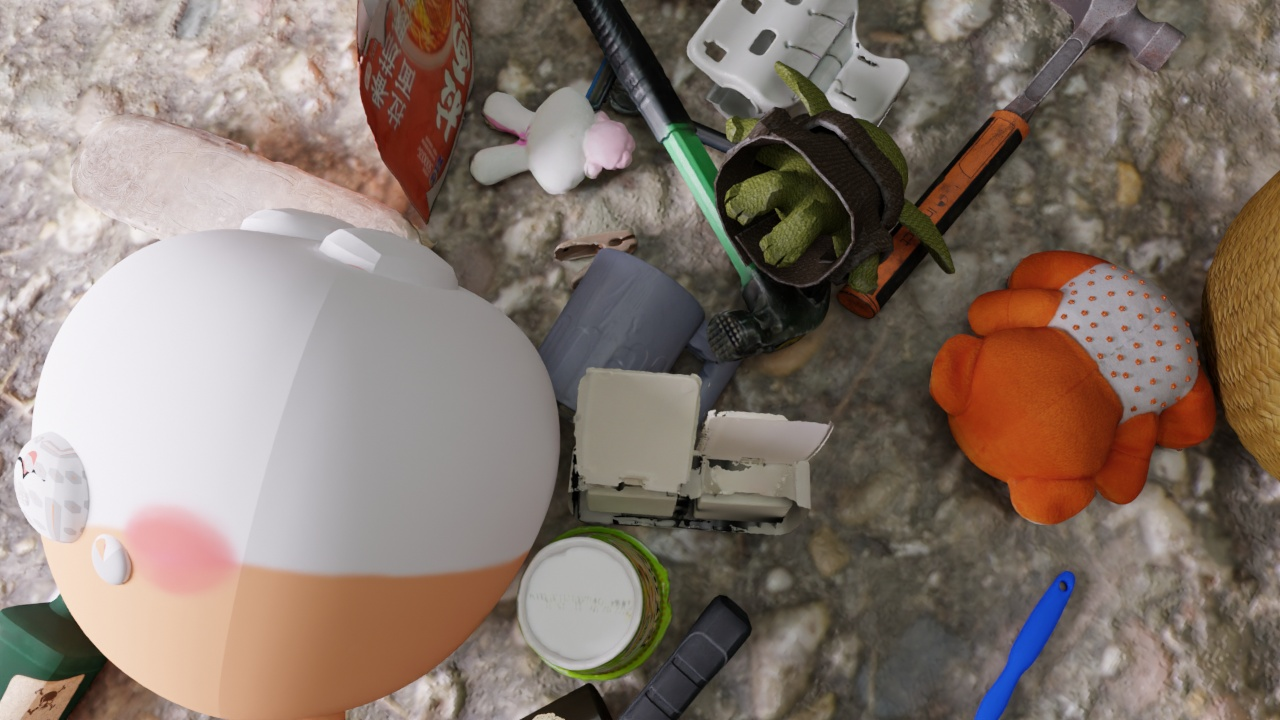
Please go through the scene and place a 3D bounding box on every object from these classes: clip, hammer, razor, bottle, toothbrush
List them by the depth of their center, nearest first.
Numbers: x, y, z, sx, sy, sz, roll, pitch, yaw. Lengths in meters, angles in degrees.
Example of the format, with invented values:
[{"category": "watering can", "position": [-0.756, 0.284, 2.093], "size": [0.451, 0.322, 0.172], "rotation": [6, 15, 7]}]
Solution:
[{"category": "hammer", "position": [-0.054, 0.262, 0.492], "size": [0.025, 0.118, 0.333], "rotation": [40, 87, 9]}, {"category": "bottle", "position": [-0.102, 0.258, 0.551], "size": [0.184, 0.045, 0.045], "rotation": [-27, 76, -5]}, {"category": "toothbrush", "position": [0.222, 0.207, 0.570], "size": [0.016, 0.018, 0.182], "rotation": [35, 76, 10]}, {"category": "bottle", "position": [-0.379, 0.190, 0.572], "size": [0.061, 0.061, 0.131], "rotation": [30, 78, 7]}, {"category": "hammer", "position": [0.027, -0.149, 0.621], "size": [0.130, 0.032, 0.318], "rotation": [-16, 72, -43]}, {"category": "clip", "position": [-0.028, -0.069, 0.647], "size": [0.060, 0.024, 0.041], "rotation": [-14, 75, -5]}, {"category": "hammer", "position": [0.239, -0.160, 0.655], "size": [0.138, 0.035, 0.314], "rotation": [40, 81, 11]}, {"category": "clip", "position": [0.119, -0.218, 0.674], "size": [0.152, 0.096, 0.126], "rotation": [36, 80, -10]}, {"category": "razor", "position": [0.030, -0.174, 0.675], "size": [0.144, 0.022, 0.043], "rotation": [26, 87, 3]}]

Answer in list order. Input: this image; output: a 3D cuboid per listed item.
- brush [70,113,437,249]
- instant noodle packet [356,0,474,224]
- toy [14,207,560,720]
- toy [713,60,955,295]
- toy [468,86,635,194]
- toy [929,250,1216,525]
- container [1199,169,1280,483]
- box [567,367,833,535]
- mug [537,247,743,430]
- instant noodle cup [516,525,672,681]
[{"category": "brush", "position": [-0.271, -0.102, 0.647], "size": [0.271, 0.057, 0.083], "rotation": [21, 81, 8]}, {"category": "instant noodle packet", "position": [-0.163, -0.223, 0.620], "size": [0.084, 0.164, 0.220], "rotation": [-1, 75, 0]}, {"category": "toy", "position": [-0.186, 0.063, 0.497], "size": [0.263, 0.265, 0.281], "rotation": [18, 94, 35]}, {"category": "toy", "position": [0.112, -0.105, 0.575], "size": [0.179, 0.078, 0.152], "rotation": [52, 43, 6]}, {"category": "toy", "position": [-0.063, -0.158, 0.663], "size": [0.123, 0.038, 0.079], "rotation": [8, 80, 14]}, {"category": "toy", "position": [0.268, 0.017, 0.585], "size": [0.172, 0.093, 0.163], "rotation": [-32, 79, -19]}, {"category": "container", "position": [0.508, -0.030, 0.528], "size": [0.307, 0.197, 0.306], "rotation": [-1, 76, 4]}, {"category": "box", "position": [0.030, 0.059, 0.530], "size": [0.143, 0.184, 0.050], "rotation": [4, 68, -1]}, {"category": "mug", "position": [-0.004, 0.004, 0.605], "size": [0.124, 0.084, 0.104], "rotation": [36, 79, -17]}, {"category": "instant noodle cup", "position": [-0.032, 0.144, 0.548], "size": [0.099, 0.108, 0.098], "rotation": [-1, 75, 3]}]
